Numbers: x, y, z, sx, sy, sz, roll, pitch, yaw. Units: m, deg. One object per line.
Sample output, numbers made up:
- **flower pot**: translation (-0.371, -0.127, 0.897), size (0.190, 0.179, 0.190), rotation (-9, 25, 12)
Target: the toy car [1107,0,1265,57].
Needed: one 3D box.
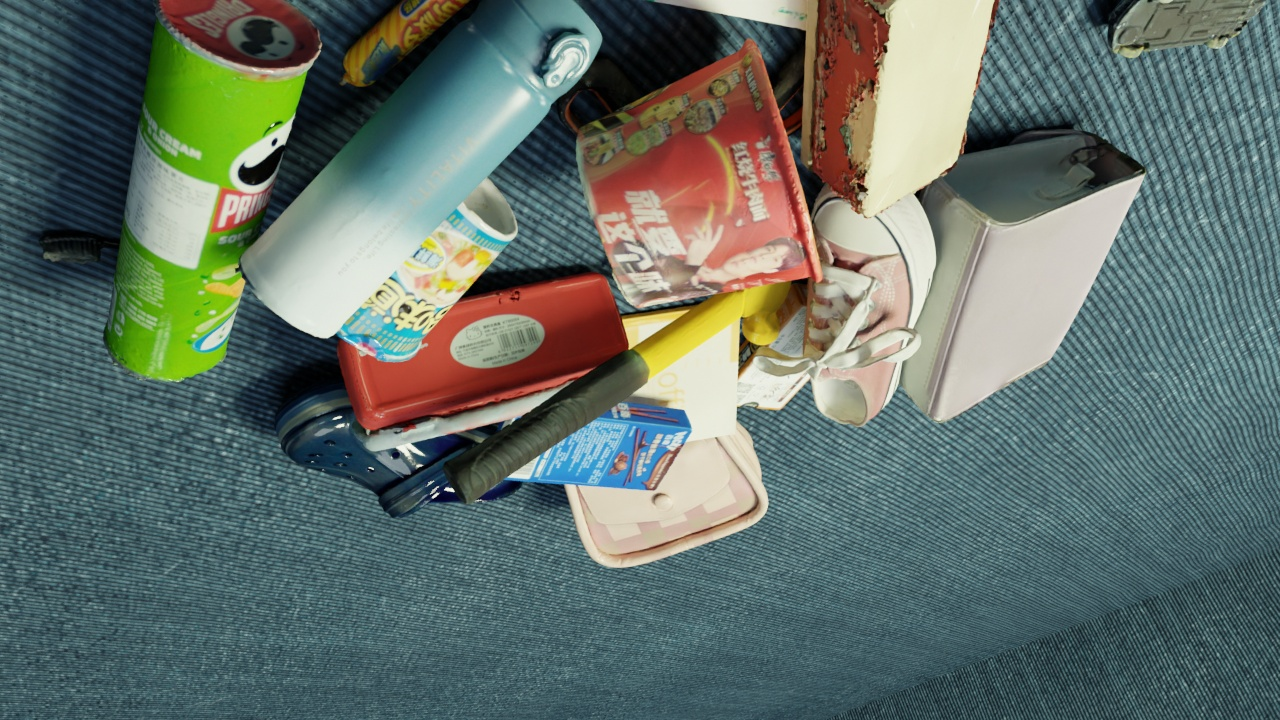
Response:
- **toy car**: translation (0.341, -0.221, 0.576), size (0.105, 0.031, 0.049), rotation (-10, 147, -11)

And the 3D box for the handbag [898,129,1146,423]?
- **handbag**: translation (0.274, -0.066, 0.701), size (0.144, 0.098, 0.197), rotation (-16, 137, -14)

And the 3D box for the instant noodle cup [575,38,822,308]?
- **instant noodle cup**: translation (0.032, -0.094, 0.517), size (0.109, 0.137, 0.138), rotation (-16, 148, 10)

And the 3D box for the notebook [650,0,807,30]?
- **notebook**: translation (0.060, -0.256, 0.428), size (0.150, 0.012, 0.210), rotation (0, 145, -22)

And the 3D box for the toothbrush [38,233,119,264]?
- **toothbrush**: translation (-0.270, -0.063, 0.583), size (0.189, 0.016, 0.014), rotation (3, 144, -28)

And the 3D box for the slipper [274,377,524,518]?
- **slipper**: translation (-0.196, 0.092, 0.779), size (0.105, 0.095, 0.252), rotation (-34, 146, 23)

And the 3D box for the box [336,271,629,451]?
- **box**: translation (-0.114, 0.008, 0.677), size (0.201, 0.095, 0.100), rotation (-15, 168, -21)

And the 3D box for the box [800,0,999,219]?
- **box**: translation (0.149, -0.162, 0.525), size (0.091, 0.077, 0.168), rotation (-31, 149, -11)

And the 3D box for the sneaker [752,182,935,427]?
- **sneaker**: translation (0.152, -0.026, 0.676), size (0.087, 0.118, 0.241), rotation (-47, 148, -32)

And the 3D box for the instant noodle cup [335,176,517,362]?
- **instant noodle cup**: translation (-0.137, -0.069, 0.563), size (0.110, 0.099, 0.099), rotation (-38, 142, 18)

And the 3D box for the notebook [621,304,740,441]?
- **notebook**: translation (-0.016, 0.024, 0.779), size (0.206, 0.010, 0.146), rotation (-8, 127, -9)

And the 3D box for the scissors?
- **scissors**: translation (0.035, -0.130, 0.598), size (0.220, 0.021, 0.234), rotation (18, 134, -40)

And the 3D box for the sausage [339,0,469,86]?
- **sausage**: translation (-0.094, -0.187, 0.459), size (0.165, 0.021, 0.021), rotation (-31, 144, 23)

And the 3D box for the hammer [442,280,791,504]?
- **hammer**: translation (-0.004, 0.004, 0.642), size (0.300, 0.033, 0.129), rotation (-34, 147, -23)

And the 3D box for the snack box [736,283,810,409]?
- **snack box**: translation (0.130, -0.008, 0.818), size (0.075, 0.026, 0.154), rotation (5, 142, -27)

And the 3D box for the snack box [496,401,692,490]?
- **snack box**: translation (-0.044, 0.070, 0.774), size (0.157, 0.026, 0.085), rotation (8, 130, -24)

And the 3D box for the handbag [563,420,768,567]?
- **handbag**: translation (0.009, 0.094, 0.890), size (0.193, 0.093, 0.234), rotation (-19, 136, 7)

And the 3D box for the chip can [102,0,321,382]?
- **chip can**: translation (-0.239, -0.085, 0.494), size (0.072, 0.072, 0.237), rotation (8, 137, -32)

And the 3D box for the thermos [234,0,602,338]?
- **thermos**: translation (-0.114, -0.107, 0.479), size (0.221, 0.070, 0.070), rotation (-43, 141, 10)
